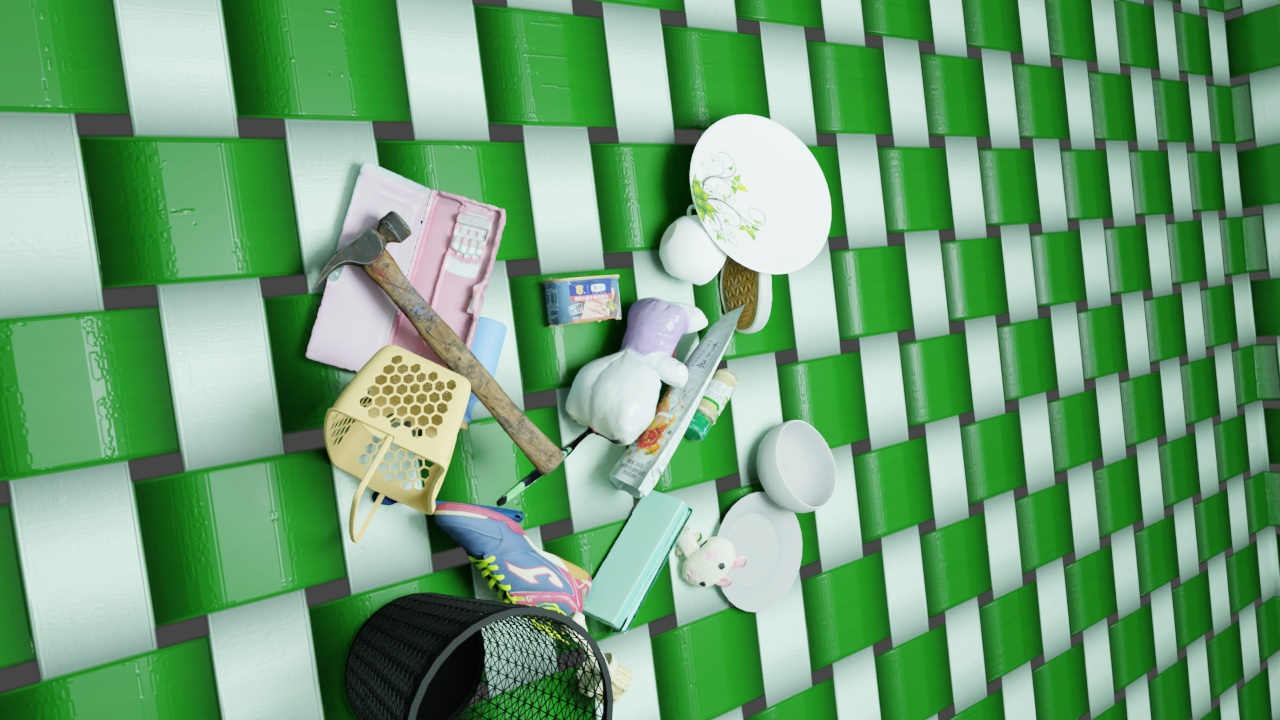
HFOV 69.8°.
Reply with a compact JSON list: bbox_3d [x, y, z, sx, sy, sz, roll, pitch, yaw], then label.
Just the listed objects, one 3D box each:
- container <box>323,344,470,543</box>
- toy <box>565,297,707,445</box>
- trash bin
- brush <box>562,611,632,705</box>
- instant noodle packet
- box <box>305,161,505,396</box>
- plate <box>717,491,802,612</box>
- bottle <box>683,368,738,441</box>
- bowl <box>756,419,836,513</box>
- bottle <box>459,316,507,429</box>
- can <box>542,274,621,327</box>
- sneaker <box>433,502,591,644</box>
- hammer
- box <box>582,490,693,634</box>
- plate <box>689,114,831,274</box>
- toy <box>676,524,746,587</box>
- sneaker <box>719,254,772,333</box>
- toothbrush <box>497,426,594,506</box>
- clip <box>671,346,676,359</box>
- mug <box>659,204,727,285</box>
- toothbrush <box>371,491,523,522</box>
[{"bbox_3d":[-0.257,0.096,0.931,0.129,0.184,0.166,25,62,-5],"label":"container"},{"bbox_3d":[-0.007,0.007,1.154,0.085,0.138,0.208,51,60,-40],"label":"toy"},{"bbox_3d":[-0.186,0.342,0.948,0.216,0.244,0.217,1,87,-36],"label":"trash bin"},{"bbox_3d":[-0.054,0.345,1.065,0.273,0.077,0.061,81,29,-57],"label":"brush"},{"bbox_3d":[0.048,0.050,1.184,0.057,0.147,0.268,32,75,-7],"label":"instant noodle packet"},{"bbox_3d":[-0.259,-0.087,1.034,0.180,0.055,0.232,18,78,-18],"label":"box"},{"bbox_3d":[0.169,0.278,1.343,0.172,0.019,0.172,1,88,-36],"label":"plate"},{"bbox_3d":[0.097,0.061,1.287,0.042,0.043,0.109,48,62,-24],"label":"bottle"},{"bbox_3d":[0.221,0.159,1.349,0.131,0.065,0.131,19,59,-35],"label":"bowl"},{"bbox_3d":[-0.195,0.016,1.074,0.048,0.048,0.131,21,77,-33],"label":"bottle"},{"bbox_3d":[-0.072,-0.076,1.162,0.099,0.054,0.059,-9,95,-35],"label":"can"},{"bbox_3d":[-0.149,0.245,1.057,0.242,0.116,0.090,42,56,-34],"label":"sneaker"},{"bbox_3d":[-0.207,0.001,1.003,0.120,0.033,0.330,-42,99,-14],"label":"hammer"},{"bbox_3d":[0.008,0.271,1.202,0.188,0.077,0.079,-58,135,-24],"label":"box"},{"bbox_3d":[0.161,-0.225,1.262,0.229,0.030,0.229,6,75,-26],"label":"plate"},{"bbox_3d":[0.091,0.274,1.258,0.112,0.087,0.050,36,25,-17],"label":"toy"},{"bbox_3d":[0.166,-0.156,1.319,0.079,0.088,0.235,0,85,-40],"label":"sneaker"},{"bbox_3d":[-0.106,0.125,1.155,0.187,0.017,0.014,-37,111,-29],"label":"toothbrush"},{"bbox_3d":[0.040,-0.003,1.252,0.022,0.035,0.057,7,80,-32],"label":"clip"},{"bbox_3d":[0.072,-0.166,1.251,0.076,0.090,0.123,28,54,-21],"label":"mug"},{"bbox_3d":[-0.220,0.172,1.070,0.189,0.017,0.016,15,80,-34],"label":"toothbrush"}]
